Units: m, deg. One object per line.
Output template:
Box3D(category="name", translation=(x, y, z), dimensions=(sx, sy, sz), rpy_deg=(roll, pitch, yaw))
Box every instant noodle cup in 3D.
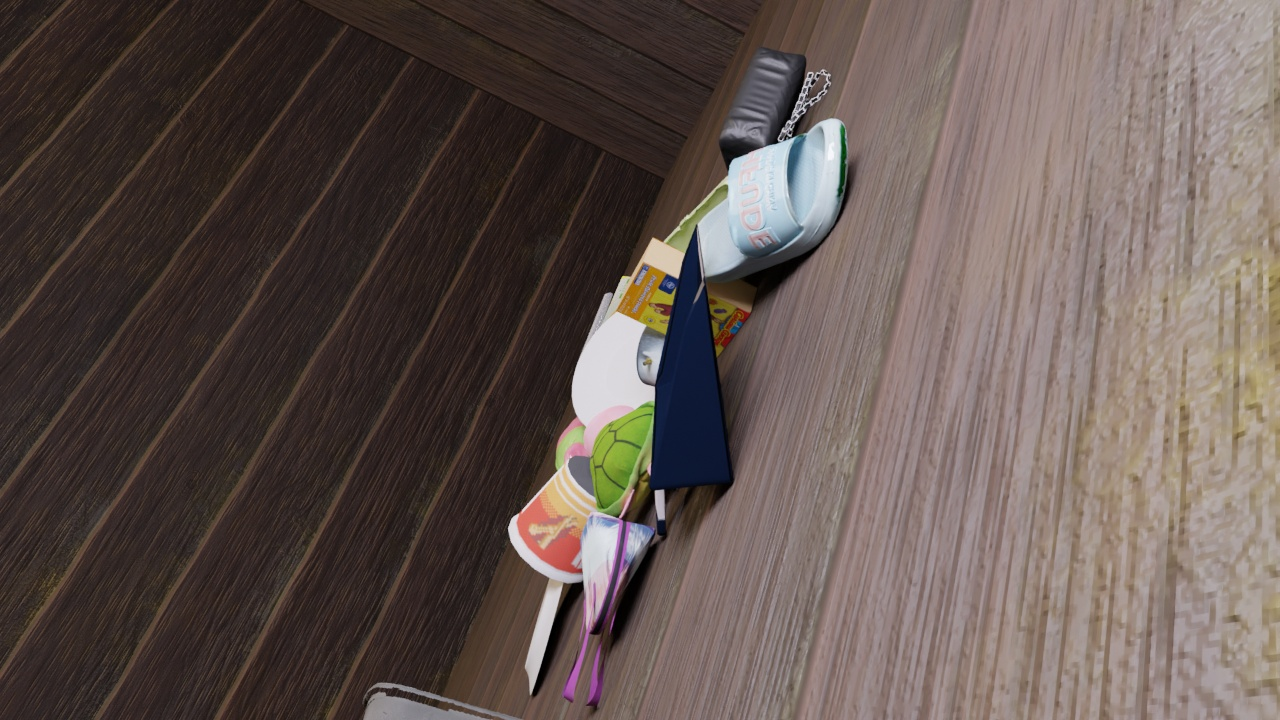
Box3D(category="instant noodle cup", translation=(-0.086, 0.199, 1.187), dimensions=(0.121, 0.123, 0.123), rpy_deg=(-55, 9, 19))

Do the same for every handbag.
Box3D(category="handbag", translation=(0.176, -0.301, 1.174), dimensions=(0.125, 0.115, 0.153), rpy_deg=(69, -142, -65))
Box3D(category="handbag", translation=(-0.039, 0.241, 0.876), dimensions=(0.145, 0.068, 0.169), rpy_deg=(111, 173, -60))

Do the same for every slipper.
Box3D(category="slipper", translation=(0.107, -0.141, 0.868), dimensions=(0.246, 0.074, 0.104), rpy_deg=(-29, 54, 58))

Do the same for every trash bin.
Box3D(category="trash bin", translation=(-0.208, 0.457, 0.886), dimensions=(0.198, 0.197, 0.219), rpy_deg=(127, 160, -57))

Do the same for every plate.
Box3D(category="plate", translation=(-0.007, 0.007, 1.233), dimensions=(0.209, 0.015, 0.208), rpy_deg=(-23, 49, 29))
Box3D(category="plate", translation=(-0.129, 0.350, 1.233), dimensions=(0.188, 0.016, 0.188), rpy_deg=(-168, 94, -87))

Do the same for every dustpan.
Box3D(category="dustpan", translation=(0.035, 0.034, 0.840), dimensions=(0.236, 0.080, 0.273), rpy_deg=(-84, -15, -71))

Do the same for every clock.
Box3D(category="clock", translation=(0.040, -0.002, 1.093), dimensions=(0.129, 0.052, 0.090), rpy_deg=(42, -118, -60))

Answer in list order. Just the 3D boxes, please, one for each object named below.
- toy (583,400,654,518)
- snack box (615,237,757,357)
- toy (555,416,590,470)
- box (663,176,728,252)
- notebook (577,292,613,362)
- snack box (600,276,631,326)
Box3D(category="toy", translation=(-0.011, 0.106, 1.032), dimensions=(0.190, 0.087, 0.238), rpy_deg=(-59, 14, 8))
Box3D(category="snack box", translation=(0.049, -0.067, 1.007), dimensions=(0.088, 0.126, 0.040), rpy_deg=(123, 170, -51))
Box3D(category="toy", translation=(-0.075, 0.135, 1.374), dimensions=(0.236, 0.097, 0.192), rpy_deg=(-80, -2, -66))
Box3D(category="box", translation=(0.080, -0.113, 1.042), dimensions=(0.188, 0.091, 0.083), rpy_deg=(-42, 29, 56))
Box3D(category="notebook", translation=(-0.042, 0.001, 1.529), dimensions=(0.016, 0.149, 0.206), rpy_deg=(-16, 31, 24))
Box3D(category="snack box", translation=(0.012, -0.051, 1.290), dimensions=(0.168, 0.027, 0.131), rpy_deg=(11, 72, 45))
